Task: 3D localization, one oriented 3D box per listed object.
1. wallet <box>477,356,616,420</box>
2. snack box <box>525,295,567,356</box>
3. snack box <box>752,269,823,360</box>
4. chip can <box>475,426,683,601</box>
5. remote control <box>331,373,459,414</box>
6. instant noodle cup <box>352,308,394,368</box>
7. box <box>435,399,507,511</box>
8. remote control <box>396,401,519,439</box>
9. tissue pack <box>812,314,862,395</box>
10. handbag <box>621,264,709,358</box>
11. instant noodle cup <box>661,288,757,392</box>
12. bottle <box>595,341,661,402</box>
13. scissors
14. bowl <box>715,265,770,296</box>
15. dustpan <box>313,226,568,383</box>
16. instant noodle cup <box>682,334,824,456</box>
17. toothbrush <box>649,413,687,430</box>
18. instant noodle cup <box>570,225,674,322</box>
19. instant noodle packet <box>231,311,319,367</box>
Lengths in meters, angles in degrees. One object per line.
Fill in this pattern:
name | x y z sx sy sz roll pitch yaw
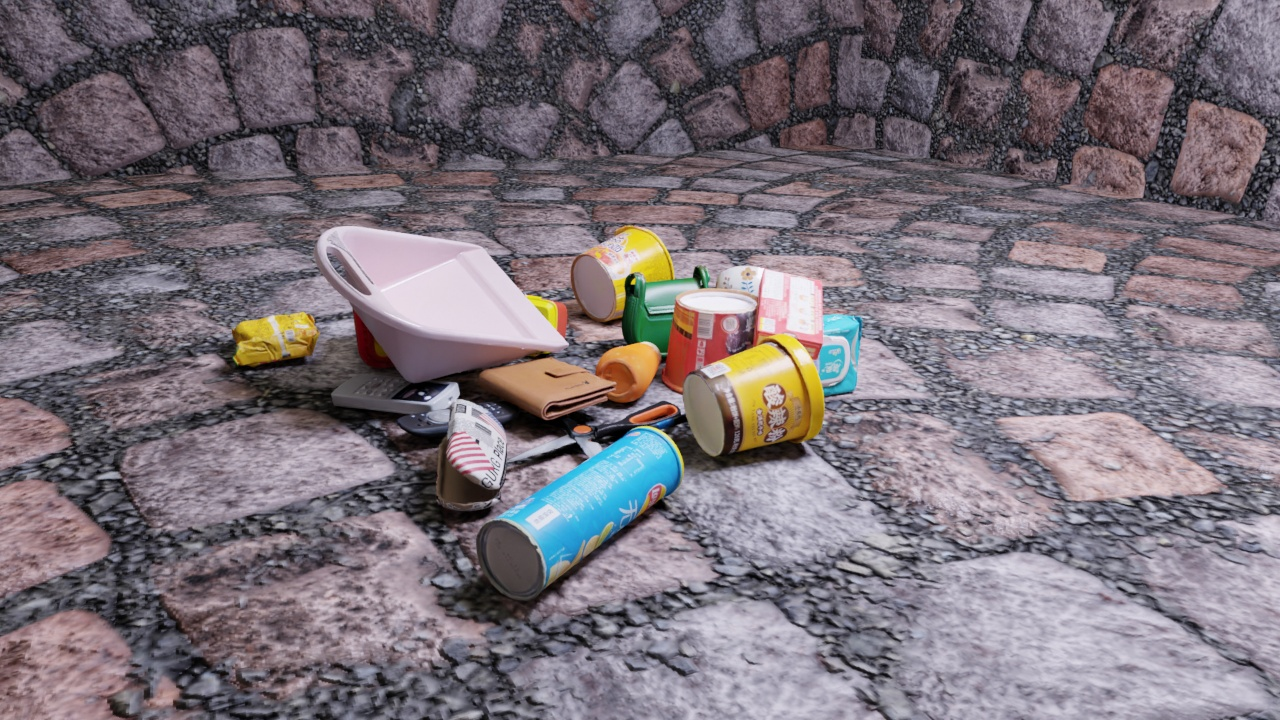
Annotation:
wallet | -0.107 0.029 1.054 0.107 0.031 0.132 -15 25 -37
snack box | -0.149 -0.050 1.263 0.091 0.082 0.080 7 8 14
snack box | 0.175 -0.057 1.082 0.075 0.026 0.152 12 34 3
chip can | -0.045 0.125 0.789 0.071 0.071 0.209 14 24 30
remote control | -0.284 0.038 1.062 0.150 0.021 0.058 4 27 23
instant noodle cup | -0.332 -0.055 1.227 0.115 0.116 0.124 -10 11 -29
box | -0.159 0.081 0.890 0.075 0.082 0.163 4 17 -9
remote control | -0.197 0.068 1.004 0.136 0.024 0.053 -8 23 -32
tissue pack | 0.212 -0.004 1.123 0.133 0.093 0.050 -9 19 -24
handbag | 0.039 -0.066 1.247 0.131 0.120 0.068 -9 17 -19
instant noodle cup | 0.097 -0.026 1.154 0.138 0.109 0.137 1 21 -1
bottle | -0.007 0.007 1.137 0.067 0.067 0.149 7 14 15
scissors | -0.054 0.076 0.995 0.220 0.022 0.234 -9 21 -23
bowl | 0.163 -0.084 1.358 0.113 0.113 0.062 7 64 15
dustpan | -0.235 -0.089 1.077 0.272 0.139 0.222 -25 56 -33
instant noodle cup | 0.115 0.042 0.971 0.114 0.118 0.118 -15 24 -20
toothbrush | 0.062 0.061 1.021 0.016 0.014 0.189 31 24 28
instant noodle cup | -0.033 -0.126 1.404 0.109 0.138 0.138 -25 31 -35
instant noodle packet | -0.488 -0.028 1.226 0.110 0.044 0.128 -14 21 -20
